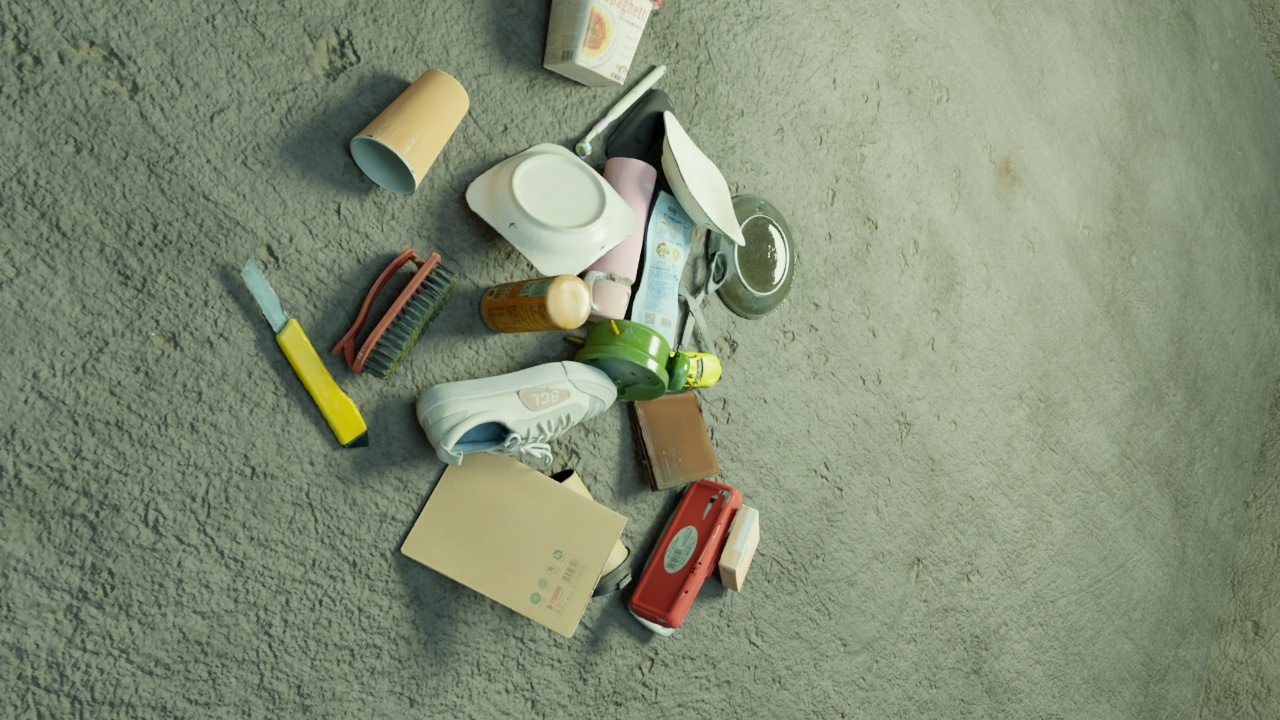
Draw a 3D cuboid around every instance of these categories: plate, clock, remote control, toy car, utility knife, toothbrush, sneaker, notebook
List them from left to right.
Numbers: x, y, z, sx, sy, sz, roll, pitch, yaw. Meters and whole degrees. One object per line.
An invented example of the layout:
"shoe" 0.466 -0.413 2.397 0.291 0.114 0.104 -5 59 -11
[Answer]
"utility knife" -0.333 -0.003 0.914 0.033 0.015 0.223 -38 115 -31
"notebook" -0.136 0.192 1.010 0.207 0.008 0.147 28 70 -3
"sneaker" -0.121 0.065 1.017 0.241 0.090 0.090 -7 54 -34
"plate" -0.094 -0.181 1.036 0.164 0.034 0.163 42 54 9
"toothbrush" -0.021 -0.319 1.160 0.020 0.029 0.189 33 62 10
"clock" -0.007 0.006 1.112 0.161 0.116 0.056 32 60 -31
"remote control" 0.006 -0.298 1.177 0.053 0.024 0.136 50 61 -28
"toy car" 0.065 0.012 1.212 0.105 0.032 0.048 2 92 -32
"plate" 0.071 -0.227 1.183 0.164 0.034 0.163 39 31 -44
"plate" 0.167 -0.149 1.305 0.179 0.024 0.179 0 90 -38

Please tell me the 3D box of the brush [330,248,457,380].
"brush" -0.256 -0.048 0.953 0.069 0.063 0.145 32 69 -1

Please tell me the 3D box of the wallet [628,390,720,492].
"wallet" 0.042 0.102 1.187 0.101 0.032 0.124 -11 80 -34

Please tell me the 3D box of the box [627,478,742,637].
"box" 0.066 0.260 1.195 0.201 0.095 0.101 -60 140 -24

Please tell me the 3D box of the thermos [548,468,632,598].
"thermos" -0.073 0.204 1.078 0.092 0.093 0.143 -31 102 -34

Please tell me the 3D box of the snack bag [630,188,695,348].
"snack bag" 0.030 -0.112 1.160 0.110 0.039 0.191 10 89 -52

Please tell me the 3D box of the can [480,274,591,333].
"can" -0.117 -0.060 1.002 0.058 0.146 0.058 0 90 -38

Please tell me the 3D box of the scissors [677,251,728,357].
"scissors" 0.075 -0.074 1.234 0.159 0.014 0.181 -43 114 -18

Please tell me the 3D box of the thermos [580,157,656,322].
"thermos" -0.034 -0.146 1.113 0.087 0.067 0.198 36 65 -65

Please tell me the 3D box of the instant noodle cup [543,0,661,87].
"instant noodle cup" -0.054 -0.396 1.083 0.116 0.117 0.124 13 94 -38

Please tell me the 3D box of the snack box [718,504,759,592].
"snack box" 0.132 0.252 1.217 0.157 0.026 0.084 74 38 -66

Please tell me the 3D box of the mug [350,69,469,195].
"mug" -0.235 -0.242 0.959 0.078 0.078 0.122 47 58 -28
